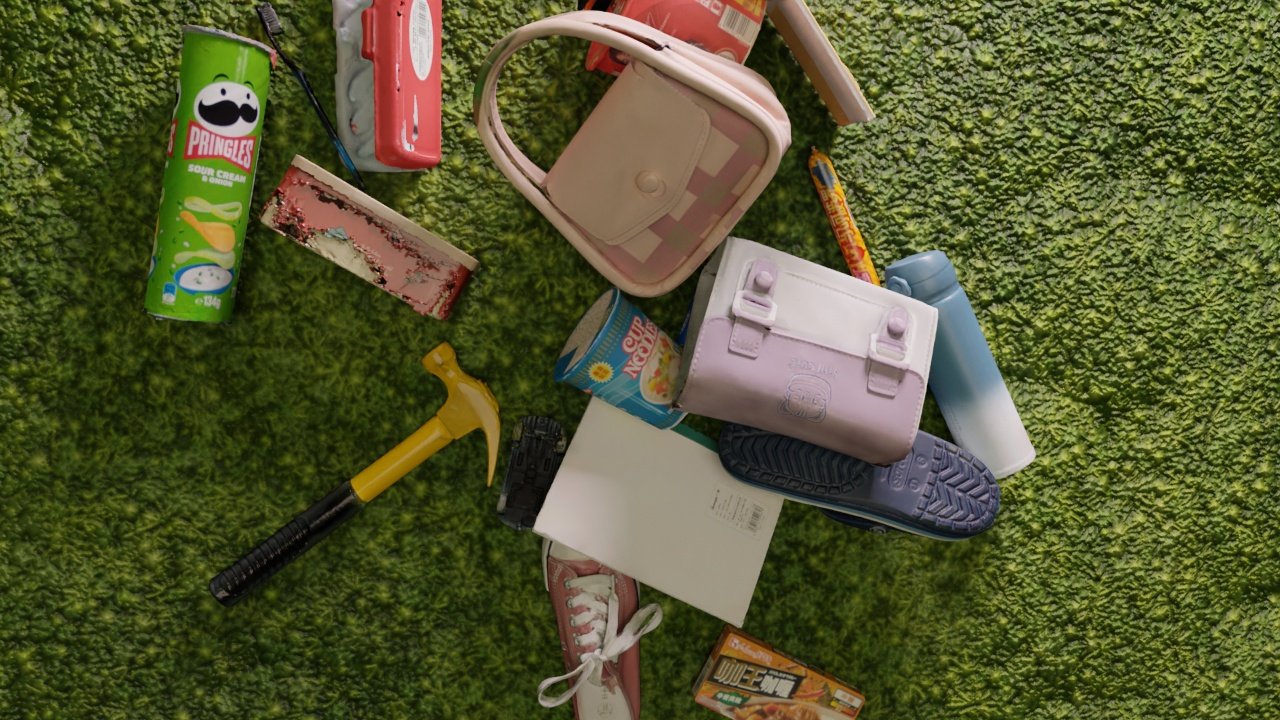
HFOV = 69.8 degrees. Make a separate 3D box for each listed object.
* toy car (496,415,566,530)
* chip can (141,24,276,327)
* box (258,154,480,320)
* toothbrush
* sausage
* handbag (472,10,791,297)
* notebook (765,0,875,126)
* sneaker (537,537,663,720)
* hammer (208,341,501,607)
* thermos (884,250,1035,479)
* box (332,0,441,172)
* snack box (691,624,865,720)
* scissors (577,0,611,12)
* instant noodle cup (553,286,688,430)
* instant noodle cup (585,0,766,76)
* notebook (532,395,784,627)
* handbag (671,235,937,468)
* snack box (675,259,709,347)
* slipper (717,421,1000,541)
[{"bbox_3d":[-0.100,0.102,0.834,0.049,0.031,0.105,13,93,-7],"label":"toy car"},{"bbox_3d":[-0.357,-0.148,0.761,0.072,0.072,0.236,10,95,-7],"label":"chip can"},{"bbox_3d":[-0.227,-0.092,0.770,0.168,0.091,0.077,30,89,-8],"label":"box"},{"bbox_3d":[-0.275,-0.223,0.770,0.016,0.014,0.189,-30,83,-14],"label":"toothbrush"},{"bbox_3d":[0.190,-0.120,0.847,0.021,0.021,0.165,-25,98,-3],"label":"sausage"},{"bbox_3d":[-0.019,-0.176,0.727,0.234,0.093,0.194,29,125,-20],"label":"handbag"},{"bbox_3d":[0.124,-0.285,0.762,0.010,0.145,0.206,-34,99,9],"label":"notebook"},{"bbox_3d":[-0.038,0.247,0.827,0.118,0.088,0.241,-6,96,-6],"label":"sneaker"},{"bbox_3d":[-0.253,0.119,0.820,0.300,0.033,0.129,-36,97,-2],"label":"hammer"},{"bbox_3d":[0.292,0.003,0.849,0.070,0.070,0.220,-27,98,-3],"label":"thermos"},{"bbox_3d":[-0.220,-0.261,0.767,0.100,0.095,0.201,4,98,18],"label":"box"},{"bbox_3d":[0.132,0.321,0.884,0.153,0.026,0.075,28,92,-8],"label":"snack box"},{"bbox_3d":[-0.001,-0.358,0.727,0.021,0.232,0.222,20,133,-19],"label":"scissors"},{"bbox_3d":[-0.005,0.005,0.809,0.110,0.099,0.099,33,91,-16],"label":"instant noodle cup"},{"bbox_3d":[0.031,-0.280,0.761,0.108,0.138,0.138,24,93,-16],"label":"instant noodle cup"},{"bbox_3d":[0.025,0.129,0.830,0.209,0.012,0.150,27,67,-9],"label":"notebook"},{"bbox_3d":[0.137,-0.005,0.767,0.197,0.099,0.144,17,70,-6],"label":"handbag"},{"bbox_3d":[0.120,-0.026,0.846,0.157,0.026,0.084,21,94,-8],"label":"snack box"},{"bbox_3d":[0.194,0.097,0.836,0.253,0.095,0.105,16,67,3],"label":"slipper"}]
